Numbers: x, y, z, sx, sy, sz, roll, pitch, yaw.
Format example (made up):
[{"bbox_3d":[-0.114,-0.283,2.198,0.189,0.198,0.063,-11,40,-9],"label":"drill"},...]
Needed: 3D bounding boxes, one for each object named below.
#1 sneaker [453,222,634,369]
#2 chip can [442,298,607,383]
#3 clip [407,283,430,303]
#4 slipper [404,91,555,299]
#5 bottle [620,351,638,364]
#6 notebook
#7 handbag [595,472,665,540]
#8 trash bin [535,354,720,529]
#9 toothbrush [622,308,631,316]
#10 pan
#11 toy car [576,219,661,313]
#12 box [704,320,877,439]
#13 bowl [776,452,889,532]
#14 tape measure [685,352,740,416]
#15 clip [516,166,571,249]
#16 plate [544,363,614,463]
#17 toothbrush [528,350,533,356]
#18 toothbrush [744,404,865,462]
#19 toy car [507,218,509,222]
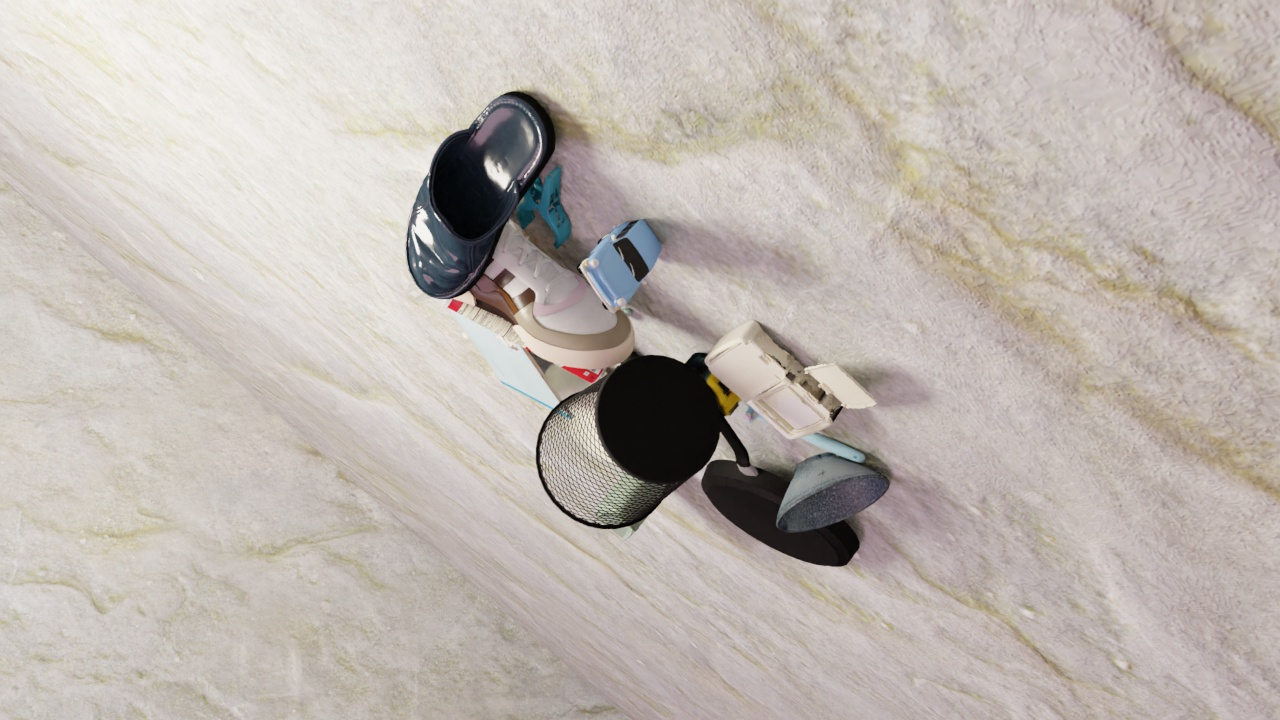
[{"bbox_3d":[-0.128,-0.103,1.043,0.294,0.111,0.117,31,141,14],"label":"sneaker"},{"bbox_3d":[-0.140,-0.040,1.151,0.214,0.051,0.052,28,156,-16],"label":"chip can"},{"bbox_3d":[-0.275,-0.125,1.268,0.052,0.102,0.059,68,-175,-65],"label":"clip"},{"bbox_3d":[-0.191,-0.161,0.953,0.109,0.083,0.266,45,126,3],"label":"slipper"},{"bbox_3d":[-0.007,0.007,1.176,0.106,0.025,0.025,45,153,-13],"label":"bottle"},{"bbox_3d":[-0.199,-0.009,1.335,0.254,0.009,0.181,19,146,58],"label":"notebook"},{"bbox_3d":[-0.005,0.198,1.371,0.067,0.121,0.106,40,156,0],"label":"handbag"},{"bbox_3d":[-0.011,0.093,1.085,0.184,0.183,0.211,40,155,-3],"label":"trash bin"},{"bbox_3d":[-0.052,-0.048,1.154,0.022,0.017,0.135,45,152,-21],"label":"toothbrush"},{"bbox_3d":[0.153,0.168,1.179,0.226,0.034,0.356,15,153,40],"label":"pan"},{"bbox_3d":[-0.017,-0.099,0.912,0.055,0.153,0.056,-29,105,22],"label":"toy car"},{"bbox_3d":[0.157,0.017,0.968,0.143,0.044,0.185,41,153,-6],"label":"box"},{"bbox_3d":[0.213,0.143,1.063,0.137,0.137,0.057,92,161,-58],"label":"bowl"},{"bbox_3d":[0.080,0.025,1.081,0.071,0.042,0.072,32,158,30],"label":"tape measure"},{"bbox_3d":[-0.095,-0.165,1.014,0.120,0.030,0.130,42,154,2],"label":"clip"},{"bbox_3d":[-0.059,0.068,1.304,0.182,0.034,0.183,28,142,25],"label":"plate"},{"bbox_3d":[-0.214,-0.065,1.329,0.014,0.014,0.168,-19,118,47],"label":"toothbrush"},{"bbox_3d":[0.189,0.086,1.069,0.155,0.016,0.022,21,108,30],"label":"toothbrush"},{"bbox_3d":[-0.201,-0.191,1.096,0.105,0.032,0.048,27,151,9],"label":"toy car"}]
